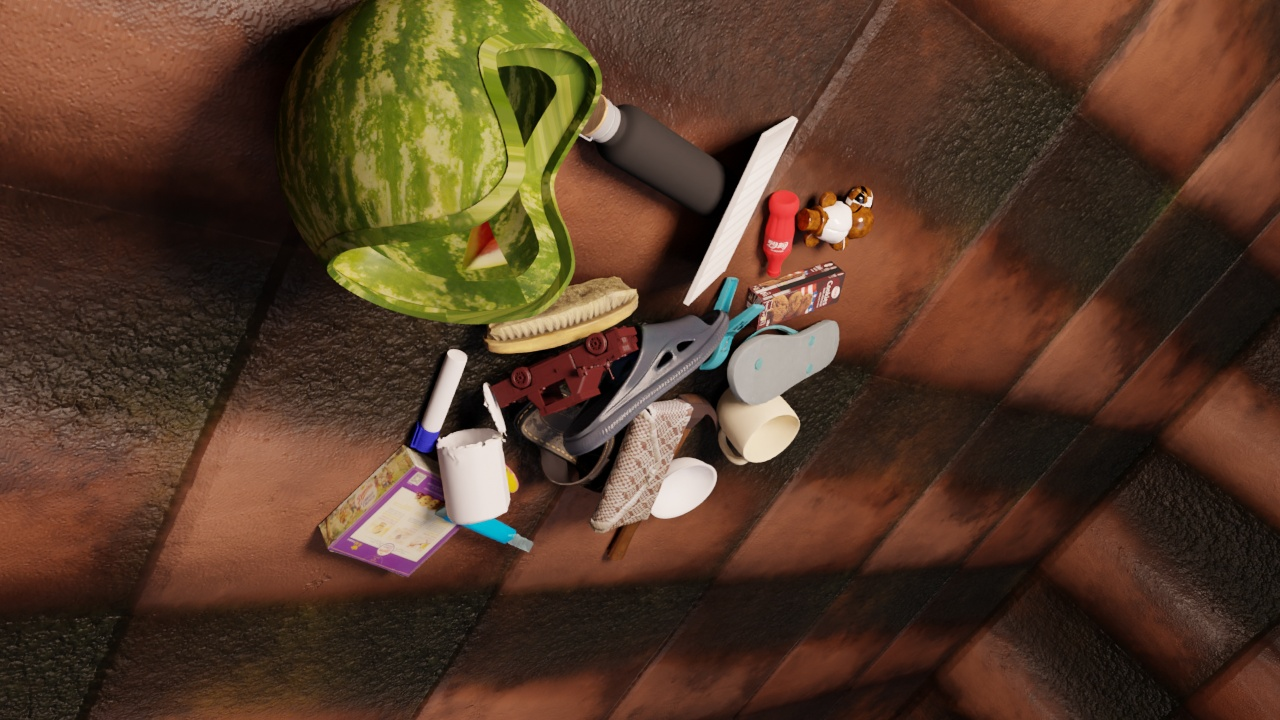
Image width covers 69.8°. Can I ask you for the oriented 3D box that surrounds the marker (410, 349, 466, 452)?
[{"bbox_3d":[-0.229,0.047,1.040,0.027,0.023,0.133,14,120,-21],"label":"marker"}]

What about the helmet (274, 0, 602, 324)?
[{"bbox_3d":[-0.158,-0.170,0.712,0.243,0.246,0.213,2,161,11],"label":"helmet"}]

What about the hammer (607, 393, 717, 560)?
[{"bbox_3d":[0.019,0.180,1.367,0.115,0.033,0.324,-1,129,-36],"label":"hammer"}]

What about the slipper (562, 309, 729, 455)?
[{"bbox_3d":[-0.007,0.007,1.120,0.267,0.111,0.083,-42,103,-24],"label":"slipper"}]

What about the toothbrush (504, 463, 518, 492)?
[{"bbox_3d":[-0.180,0.136,1.173,0.021,0.016,0.135,-35,142,-13],"label":"toothbrush"}]

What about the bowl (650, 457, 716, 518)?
[{"bbox_3d":[0.052,0.175,1.328,0.109,0.040,0.110,-19,137,-19],"label":"bowl"}]

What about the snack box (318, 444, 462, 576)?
[{"bbox_3d":[-0.286,0.187,1.118,0.148,0.040,0.143,-43,142,4],"label":"snack box"}]

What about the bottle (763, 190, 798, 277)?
[{"bbox_3d":[0.174,-0.155,1.154,0.036,0.036,0.119,-21,139,-22],"label":"bottle"}]

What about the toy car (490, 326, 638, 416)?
[{"bbox_3d":[-0.081,0.018,1.041,0.170,0.062,0.070,-24,177,20],"label":"toy car"}]

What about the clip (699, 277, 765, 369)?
[{"bbox_3d":[0.114,-0.033,1.183,0.028,0.113,0.127,4,138,-46],"label":"clip"}]

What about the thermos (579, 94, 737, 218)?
[{"bbox_3d":[0.011,-0.214,0.945,0.231,0.061,0.061,20,114,-47],"label":"thermos"}]

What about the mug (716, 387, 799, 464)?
[{"bbox_3d":[0.155,0.088,1.328,0.096,0.099,0.120,17,118,-45],"label":"mug"}]

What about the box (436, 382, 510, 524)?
[{"bbox_3d":[-0.191,0.105,1.069,0.092,0.083,0.166,-7,104,3],"label":"box"}]

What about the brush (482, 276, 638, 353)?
[{"bbox_3d":[-0.086,-0.052,1.030,0.195,0.059,0.043,-19,129,-27],"label":"brush"}]

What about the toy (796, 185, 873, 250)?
[{"bbox_3d":[0.250,-0.181,1.175,0.112,0.067,0.087,-1,129,-26],"label":"toy"}]

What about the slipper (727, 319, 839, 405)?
[{"bbox_3d":[0.193,-0.001,1.296,0.268,0.055,0.098,-14,113,-46],"label":"slipper"}]

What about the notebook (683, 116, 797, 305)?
[{"bbox_3d":[0.115,-0.173,1.050,0.142,0.009,0.210,-45,162,-59],"label":"notebook"}]

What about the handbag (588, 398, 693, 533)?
[{"bbox_3d":[0.004,0.140,1.214,0.124,0.047,0.186,-3,118,-61],"label":"handbag"}]

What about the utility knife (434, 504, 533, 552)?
[{"bbox_3d":[-0.193,0.216,1.178,0.031,0.015,0.205,-42,142,3],"label":"utility knife"}]

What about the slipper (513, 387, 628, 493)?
[{"bbox_3d":[-0.067,0.116,1.196,0.113,0.075,0.268,-42,142,4],"label":"slipper"}]

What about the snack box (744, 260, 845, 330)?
[{"bbox_3d":[0.210,-0.089,1.252,0.140,0.031,0.051,-19,138,-24],"label":"snack box"}]
